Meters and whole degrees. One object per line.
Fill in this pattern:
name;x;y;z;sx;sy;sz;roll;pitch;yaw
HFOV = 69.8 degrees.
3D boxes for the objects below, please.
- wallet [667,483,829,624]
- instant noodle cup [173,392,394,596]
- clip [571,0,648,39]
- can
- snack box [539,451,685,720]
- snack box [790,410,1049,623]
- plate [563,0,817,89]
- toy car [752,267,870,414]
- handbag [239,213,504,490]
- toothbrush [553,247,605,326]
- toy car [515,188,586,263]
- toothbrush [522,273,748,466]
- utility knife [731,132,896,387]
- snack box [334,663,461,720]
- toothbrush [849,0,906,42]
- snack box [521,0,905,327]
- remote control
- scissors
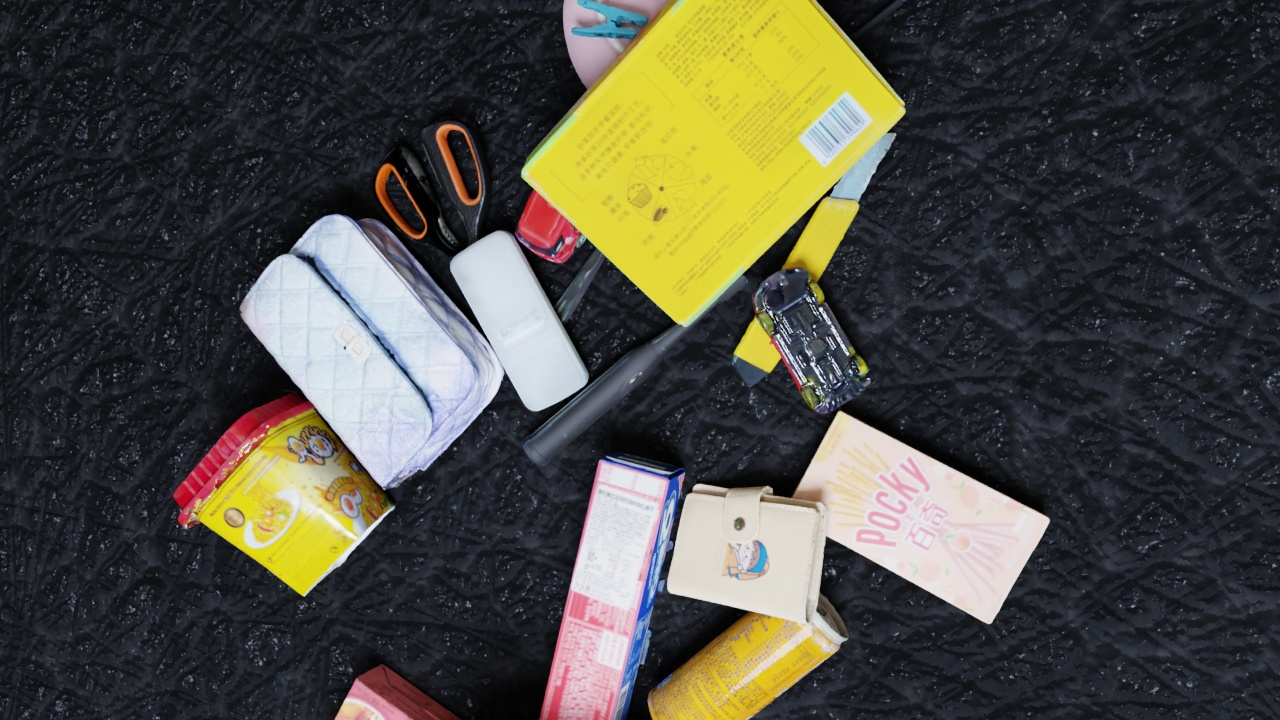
wallet;0.074;0.131;0.647;0.115;0.024;0.087;1;73;41
instant noodle cup;-0.272;0.107;0.720;0.123;0.116;0.116;44;101;-2
clip;-0.021;-0.240;0.651;0.056;0.014;0.040;13;95;13
can;0.075;0.220;0.657;0.146;0.058;0.058;-42;82;11
snack box;-0.019;0.173;0.680;0.058;0.057;0.207;15;95;16
snack box;0.190;0.107;0.641;0.157;0.026;0.084;28;98;12
plate;0.030;-0.264;0.665;0.192;0.039;0.192;0;92;14
toy car;0.118;-0.015;0.645;0.049;0.031;0.106;-33;99;-3
handbag;-0.211;-0.012;0.713;0.134;0.075;0.194;-45;80;16
toothbrush;-0.027;-0.088;0.697;0.015;0.018;0.181;35;101;8
toy car;-0.051;-0.132;0.687;0.053;0.045;0.120;29;96;10
toothbrush;-0.004;0.004;0.689;0.213;0.027;0.026;-41;127;11
utility knife;0.124;-0.073;0.659;0.033;0.015;0.207;28;98;-9
snack box;-0.201;0.331;0.736;0.113;0.044;0.127;30;98;12
toothbrush;0.185;-0.252;0.641;0.189;0.014;0.017;-38;95;12
snack box;0.045;-0.152;0.622;0.157;0.070;0.210;42;102;-15
remote control;-0.092;-0.030;0.697;0.056;0.020;0.136;-29;90;13
scissors;-0.143;-0.074;0.729;0.163;0.021;0.234;-1;98;21
